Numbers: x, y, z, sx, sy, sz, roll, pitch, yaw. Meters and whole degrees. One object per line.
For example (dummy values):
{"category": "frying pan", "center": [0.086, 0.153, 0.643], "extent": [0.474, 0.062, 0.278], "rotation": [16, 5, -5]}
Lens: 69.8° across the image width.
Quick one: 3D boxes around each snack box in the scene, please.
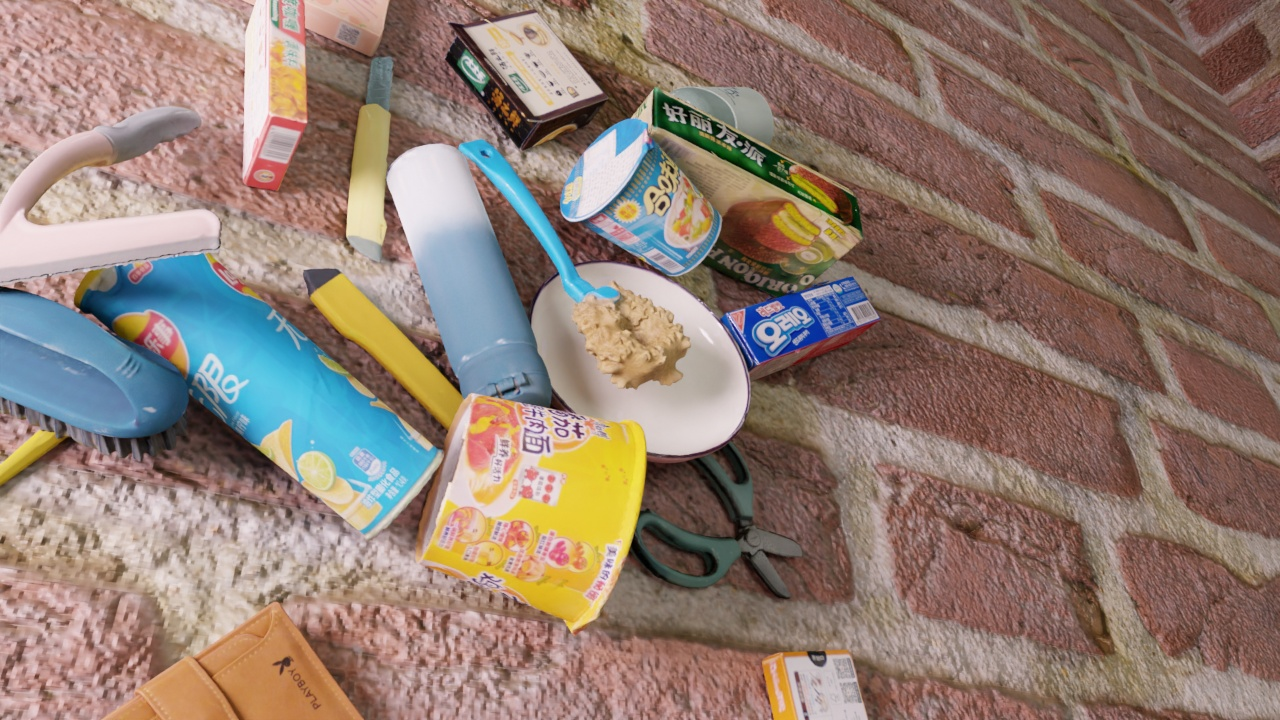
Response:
{"category": "snack box", "center": [-0.287, -0.319, 0.758], "extent": [0.157, 0.026, 0.084], "rotation": [19, 51, -27]}
{"category": "snack box", "center": [0.139, 0.289, 0.664], "extent": [0.075, 0.026, 0.153], "rotation": [9, 57, -33]}
{"category": "snack box", "center": [-0.108, -0.257, 0.833], "extent": [0.113, 0.053, 0.125], "rotation": [51, 45, 3]}
{"category": "snack box", "center": [-0.265, -0.208, 0.663], "extent": [0.027, 0.077, 0.155], "rotation": [8, 57, -33]}
{"category": "snack box", "center": [0.142, -0.028, 0.860], "extent": [0.207, 0.058, 0.057], "rotation": [-18, 73, -43]}
{"category": "snack box", "center": [0.081, -0.147, 0.856], "extent": [0.240, 0.115, 0.063], "rotation": [20, 50, -25]}

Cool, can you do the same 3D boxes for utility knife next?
{"category": "utility knife", "center": [-0.208, -0.167, 0.719], "extent": [0.031, 0.022, 0.212], "rotation": [15, 60, -31]}
{"category": "utility knife", "center": [-0.170, -0.001, 0.637], "extent": [0.170, 0.015, 0.033], "rotation": [46, 50, -3]}

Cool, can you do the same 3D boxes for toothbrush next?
{"category": "toothbrush", "center": [-0.319, 0.039, 0.496], "extent": [0.015, 0.017, 0.189], "rotation": [40, 45, -7]}

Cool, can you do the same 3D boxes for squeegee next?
{"category": "squeegee", "center": [-0.319, -0.115, 0.537], "extent": [0.248, 0.040, 0.249], "rotation": [-8, 31, 6]}

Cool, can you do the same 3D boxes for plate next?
{"category": "plate", "center": [-0.004, 0.004, 0.729], "extent": [0.192, 0.039, 0.192], "rotation": [16, 47, -19]}

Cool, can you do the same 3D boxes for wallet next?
{"category": "wallet", "center": [-0.209, 0.201, 0.460], "extent": [0.108, 0.031, 0.131], "rotation": [53, 43, 3]}

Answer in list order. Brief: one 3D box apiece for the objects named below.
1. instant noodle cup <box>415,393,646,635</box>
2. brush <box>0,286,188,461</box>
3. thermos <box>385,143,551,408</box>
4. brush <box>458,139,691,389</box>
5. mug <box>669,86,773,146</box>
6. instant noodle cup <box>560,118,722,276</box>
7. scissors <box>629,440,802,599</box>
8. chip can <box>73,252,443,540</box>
{"category": "instant noodle cup", "center": [-0.072, 0.087, 0.573], "extent": [0.109, 0.138, 0.137], "rotation": [19, 51, -16]}
{"category": "brush", "center": [-0.305, -0.002, 0.474], "extent": [0.144, 0.074, 0.055], "rotation": [22, 49, -1]}
{"category": "thermos", "center": [-0.125, -0.053, 0.667], "extent": [0.070, 0.070, 0.220], "rotation": [-5, 62, -39]}
{"category": "brush", "center": [-0.056, -0.079, 0.701], "extent": [0.083, 0.046, 0.254], "rotation": [-28, 74, -41]}
{"category": "mug", "center": [0.061, -0.242, 0.938], "extent": [0.106, 0.082, 0.112], "rotation": [-16, 42, -42]}
{"category": "instant noodle cup", "center": [0.007, -0.126, 0.757], "extent": [0.110, 0.099, 0.099], "rotation": [36, 44, -33]}
{"category": "scissors", "center": [0.058, 0.111, 0.731], "extent": [0.170, 0.019, 0.180], "rotation": [14, 52, -28]}
{"category": "chip can", "center": [-0.217, 0.013, 0.539], "extent": [0.210, 0.071, 0.071], "rotation": [43, 44, -12]}
